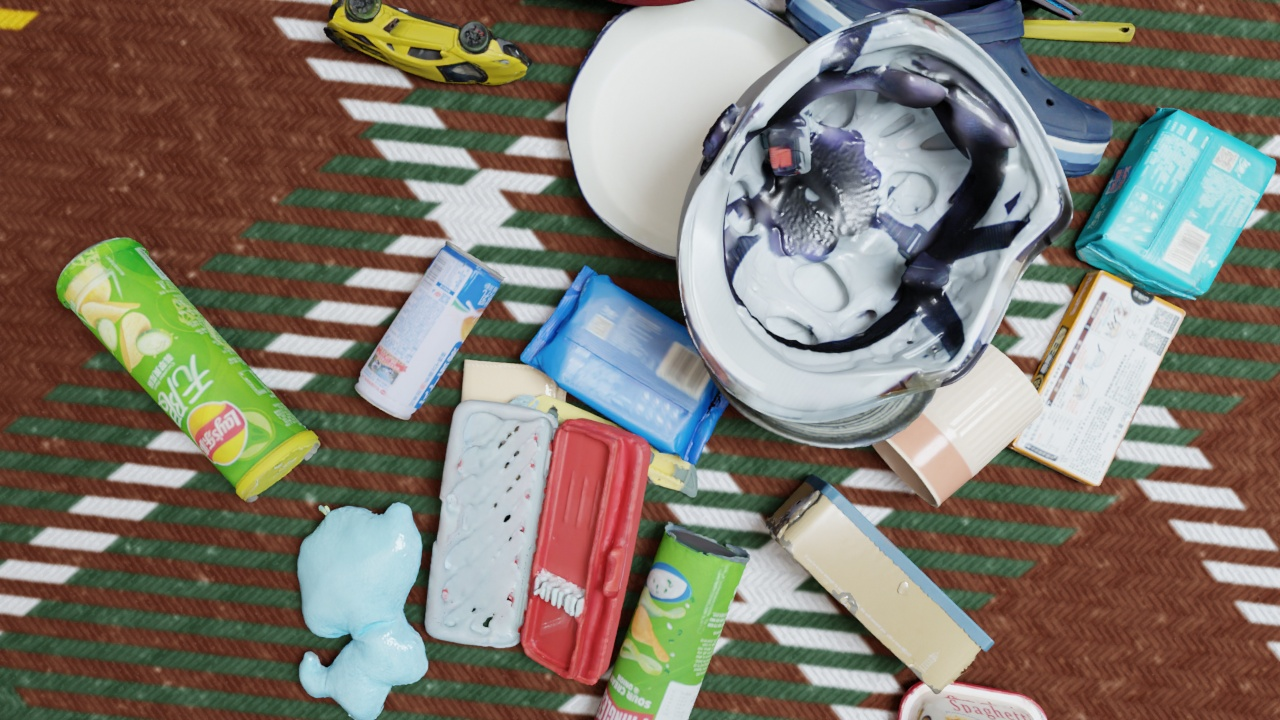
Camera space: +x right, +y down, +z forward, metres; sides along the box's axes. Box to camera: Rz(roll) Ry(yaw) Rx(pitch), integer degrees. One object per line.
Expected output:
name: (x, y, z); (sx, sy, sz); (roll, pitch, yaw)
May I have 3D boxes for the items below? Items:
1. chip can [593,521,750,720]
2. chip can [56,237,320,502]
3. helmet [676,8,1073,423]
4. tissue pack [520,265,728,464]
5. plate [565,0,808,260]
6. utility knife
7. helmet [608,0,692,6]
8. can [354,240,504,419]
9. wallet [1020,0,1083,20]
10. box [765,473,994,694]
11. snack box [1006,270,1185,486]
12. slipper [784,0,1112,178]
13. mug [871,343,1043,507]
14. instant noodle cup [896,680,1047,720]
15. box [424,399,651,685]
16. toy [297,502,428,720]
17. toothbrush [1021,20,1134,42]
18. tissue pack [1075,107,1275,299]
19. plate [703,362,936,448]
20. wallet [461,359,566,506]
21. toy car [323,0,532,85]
chip can: (0.012, 0.247, 0.703); (0.072, 0.072, 0.236); (21, 91, 0)
chip can: (-0.347, 0.005, 0.703); (0.072, 0.072, 0.221); (-42, 90, 1)
helmet: (0.129, -0.094, 0.613); (0.229, 0.146, 0.259); (36, 97, -17)
tissue pack: (-0.004, 0.004, 0.704); (0.157, 0.052, 0.095); (31, 84, -3)
plate: (0.047, -0.176, 0.706); (0.205, 0.045, 0.205); (0, 90, 1)
utility knife: (-0.027, 0.064, 0.718); (0.167, 0.018, 0.031); (24, 78, -5)
helmet: (-0.004, -0.344, 0.653); (0.240, 0.144, 0.206); (34, 82, -1)
can: (-0.163, -0.023, 0.708); (0.053, 0.053, 0.134); (34, 92, 0)
wallet: (0.264, -0.276, 0.664); (0.096, 0.122, 0.020); (27, 118, -1)
box: (0.179, 0.169, 0.690); (0.184, 0.090, 0.062); (42, 90, -2)
snack box: (0.351, 0.014, 0.713); (0.075, 0.026, 0.154); (26, 92, 0)
slipper: (0.227, -0.224, 0.660); (0.253, 0.104, 0.095); (30, 125, 4)
mug: (0.224, 0.034, 0.695); (0.106, 0.081, 0.114); (-40, 65, 0)
instant noodle cup: (0.254, 0.311, 0.673); (0.116, 0.124, 0.116); (10, 91, 0)
box: (-0.080, 0.136, 0.700); (0.161, 0.058, 0.201); (13, 103, 11)
toy: (-0.220, 0.187, 0.716); (0.161, 0.049, 0.156); (-42, 85, 7)
toothbrush: (0.287, -0.260, 0.713); (0.190, 0.016, 0.015); (3, 92, 1)
tissue pack: (0.405, -0.120, 0.697); (0.093, 0.050, 0.133); (30, 91, 2)
plate: (0.131, -0.009, 0.684); (0.179, 0.024, 0.179); (2, 56, -3)
wallet: (-0.101, 0.060, 0.725); (0.087, 0.024, 0.115); (5, 89, -2)
toy car: (-0.160, -0.238, 0.695); (0.156, 0.071, 0.041); (15, 90, 0)
